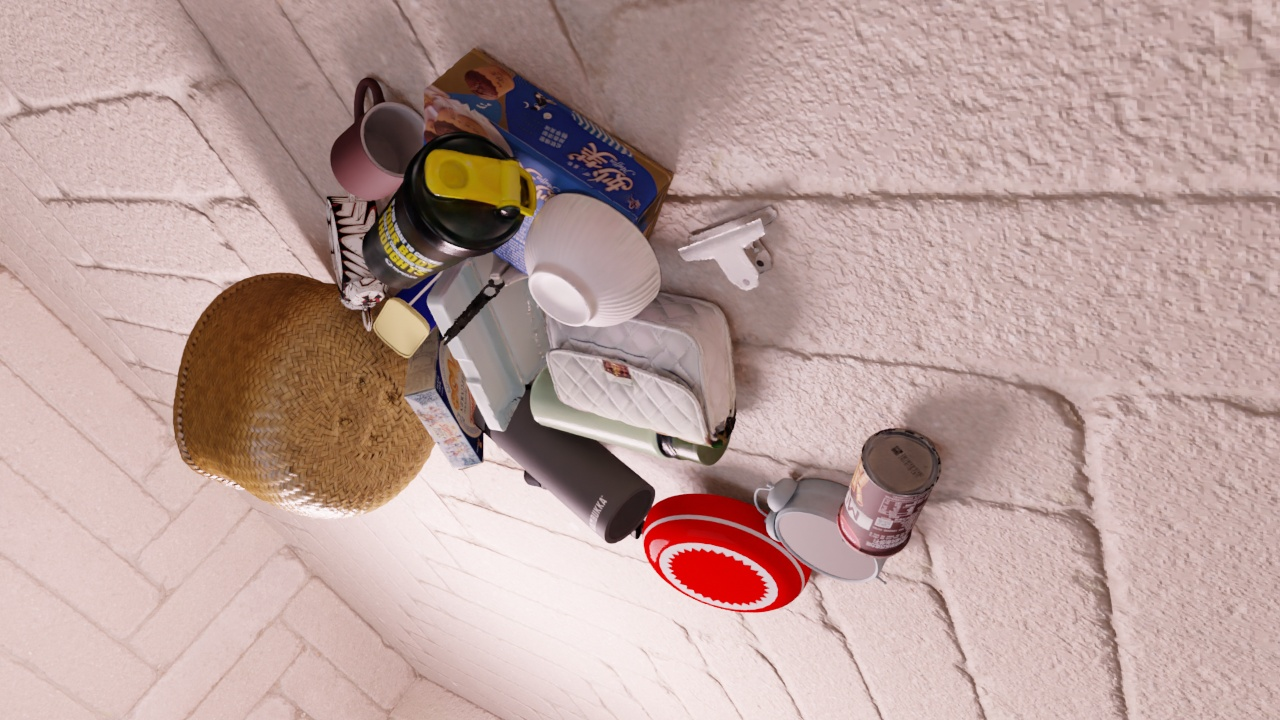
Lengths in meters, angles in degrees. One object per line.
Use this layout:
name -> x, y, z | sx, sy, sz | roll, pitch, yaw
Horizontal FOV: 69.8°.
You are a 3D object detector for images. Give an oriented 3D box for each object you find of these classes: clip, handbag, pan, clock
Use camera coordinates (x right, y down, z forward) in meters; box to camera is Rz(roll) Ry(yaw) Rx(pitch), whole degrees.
clip -> 0.076, -0.082, 0.746 | 0.102, 0.050, 0.058 | -13, 111, 54
handbag -> -0.005, 0.005, 0.886 | 0.195, 0.072, 0.139 | 13, 125, 36
pan -> 0.032, 0.217, 1.127 | 0.356, 0.067, 0.209 | 15, 141, 11
clock -> 0.193, 0.177, 0.974 | 0.159, 0.045, 0.123 | 22, 146, 22
clock -> -0.308, -0.110, 1.032 | 0.115, 0.065, 0.154 | 175, 86, -68

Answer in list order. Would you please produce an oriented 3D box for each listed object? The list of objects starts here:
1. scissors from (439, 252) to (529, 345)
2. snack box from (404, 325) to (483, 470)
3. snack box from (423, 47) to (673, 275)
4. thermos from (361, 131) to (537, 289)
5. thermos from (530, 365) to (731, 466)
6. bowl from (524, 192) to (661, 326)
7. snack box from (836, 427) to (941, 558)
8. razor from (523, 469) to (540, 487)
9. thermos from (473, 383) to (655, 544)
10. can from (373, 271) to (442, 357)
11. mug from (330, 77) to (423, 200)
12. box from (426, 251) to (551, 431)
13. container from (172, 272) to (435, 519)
scissors -> -0.122, -0.070, 0.850 | 0.121, 0.170, 0.013 | 5, 145, 0
snack box -> -0.241, 0.037, 1.146 | 0.043, 0.144, 0.145 | -17, 133, 6
snack box -> -0.088, -0.147, 0.798 | 0.203, 0.069, 0.155 | 33, 150, 5
thermos -> -0.168, -0.117, 0.767 | 0.098, 0.098, 0.221 | 46, 152, -15
thermos -> -0.011, 0.054, 0.990 | 0.232, 0.082, 0.082 | 12, 141, 37
bowl -> -0.049, -0.068, 0.735 | 0.118, 0.062, 0.118 | 25, 147, 18
snack box -> 0.225, 0.123, 0.840 | 0.072, 0.072, 0.121 | 26, 147, 19
razor -> -0.120, 0.162, 1.282 | 0.067, 0.053, 0.152 | 25, 161, -23
thermos -> -0.096, 0.112, 1.095 | 0.240, 0.082, 0.082 | 36, 153, 28
can -> -0.246, -0.066, 1.049 | 0.056, 0.092, 0.116 | 42, 149, -9
mug -> -0.256, -0.217, 0.887 | 0.083, 0.073, 0.105 | -11, 97, 52
box -> -0.148, -0.035, 0.947 | 0.041, 0.134, 0.197 | 10, 141, 22
container -> -0.404, 0.045, 1.173 | 0.197, 0.306, 0.307 | 6, 138, 35
